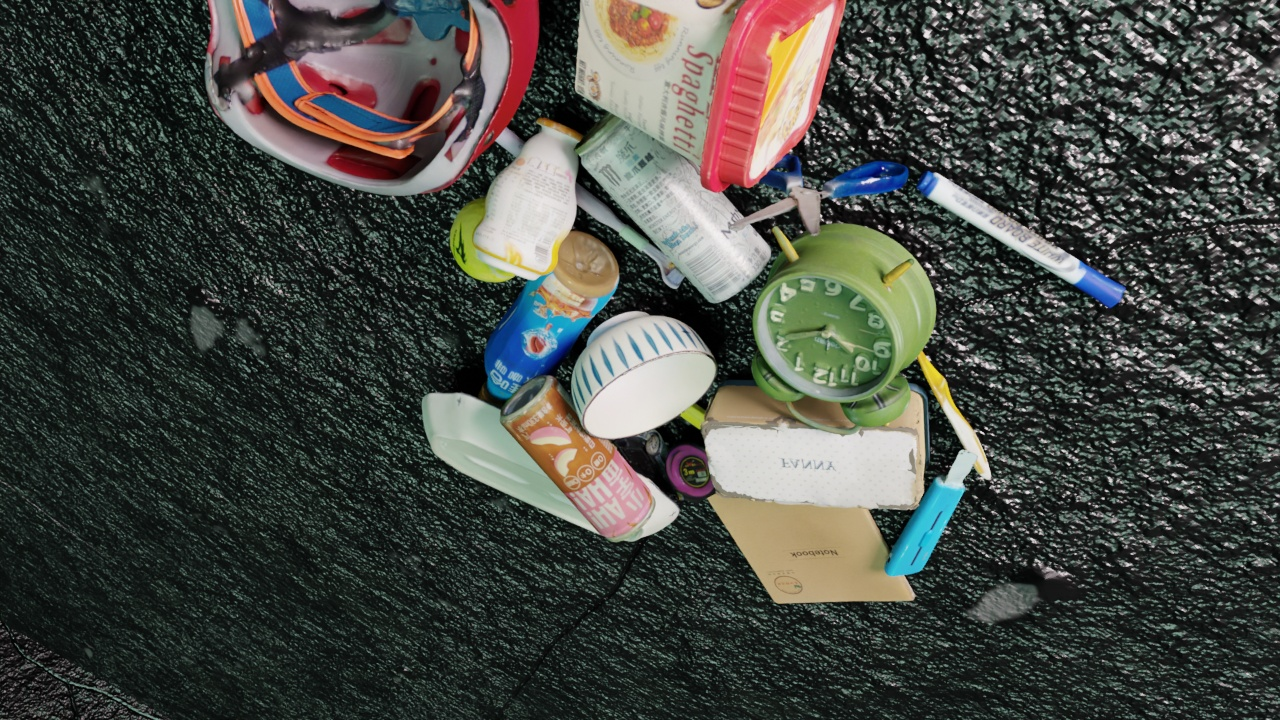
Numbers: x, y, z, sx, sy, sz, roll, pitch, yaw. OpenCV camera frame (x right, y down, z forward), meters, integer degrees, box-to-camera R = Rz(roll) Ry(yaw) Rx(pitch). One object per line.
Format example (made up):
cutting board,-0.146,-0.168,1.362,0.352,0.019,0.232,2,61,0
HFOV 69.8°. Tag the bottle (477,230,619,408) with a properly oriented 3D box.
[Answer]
bottle,-0.089,-0.020,0.768,0.065,0.065,0.219,34,138,-6

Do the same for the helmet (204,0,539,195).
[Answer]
helmet,-0.151,-0.230,0.548,0.207,0.143,0.240,13,121,16

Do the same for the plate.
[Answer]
plate,-0.093,0.109,0.872,0.265,0.034,0.162,25,154,-3

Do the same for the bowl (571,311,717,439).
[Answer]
bowl,-0.004,0.004,0.730,0.066,0.116,0.117,63,146,28

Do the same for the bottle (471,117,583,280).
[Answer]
bottle,-0.075,-0.114,0.645,0.063,0.063,0.108,24,98,5

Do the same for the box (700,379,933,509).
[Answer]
box,0.143,0.065,0.720,0.184,0.061,0.090,1,125,19

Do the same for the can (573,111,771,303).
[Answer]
can,0.023,-0.108,0.629,0.146,0.058,0.058,46,135,-17

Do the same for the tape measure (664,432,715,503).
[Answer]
tape measure,0.053,0.093,0.811,0.057,0.039,0.058,-36,85,33

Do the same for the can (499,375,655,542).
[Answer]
can,-0.051,0.082,0.762,0.058,0.057,0.147,-21,116,40

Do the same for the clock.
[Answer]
clock,0.132,-0.014,0.625,0.116,0.056,0.161,19,133,26

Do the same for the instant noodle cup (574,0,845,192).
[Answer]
instant noodle cup,0.035,-0.177,0.527,0.124,0.116,0.117,27,139,18

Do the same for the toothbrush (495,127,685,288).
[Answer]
toothbrush,-0.041,-0.119,0.681,0.189,0.029,0.021,36,174,-7

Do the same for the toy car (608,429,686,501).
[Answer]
toy car,0.011,0.093,0.846,0.049,0.031,0.105,-5,135,33

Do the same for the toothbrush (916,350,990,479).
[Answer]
toothbrush,0.226,0.020,0.678,0.018,0.016,0.191,-20,119,29

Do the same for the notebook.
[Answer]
notebook,0.149,0.157,0.853,0.148,0.008,0.208,-12,123,35

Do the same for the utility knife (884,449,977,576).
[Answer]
utility knife,0.240,0.127,0.755,0.034,0.018,0.188,-1,139,-5

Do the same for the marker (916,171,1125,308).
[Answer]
marker,0.239,-0.077,0.577,0.146,0.016,0.017,31,137,-2

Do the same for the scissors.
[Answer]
scissors,0.104,-0.099,0.536,0.160,0.163,0.012,-7,116,-14

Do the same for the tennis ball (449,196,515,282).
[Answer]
tennis ball,-0.114,-0.093,0.709,0.065,0.065,0.066,15,136,15

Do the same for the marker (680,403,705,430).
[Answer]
marker,0.071,0.062,0.794,0.124,0.015,0.018,35,133,-3
